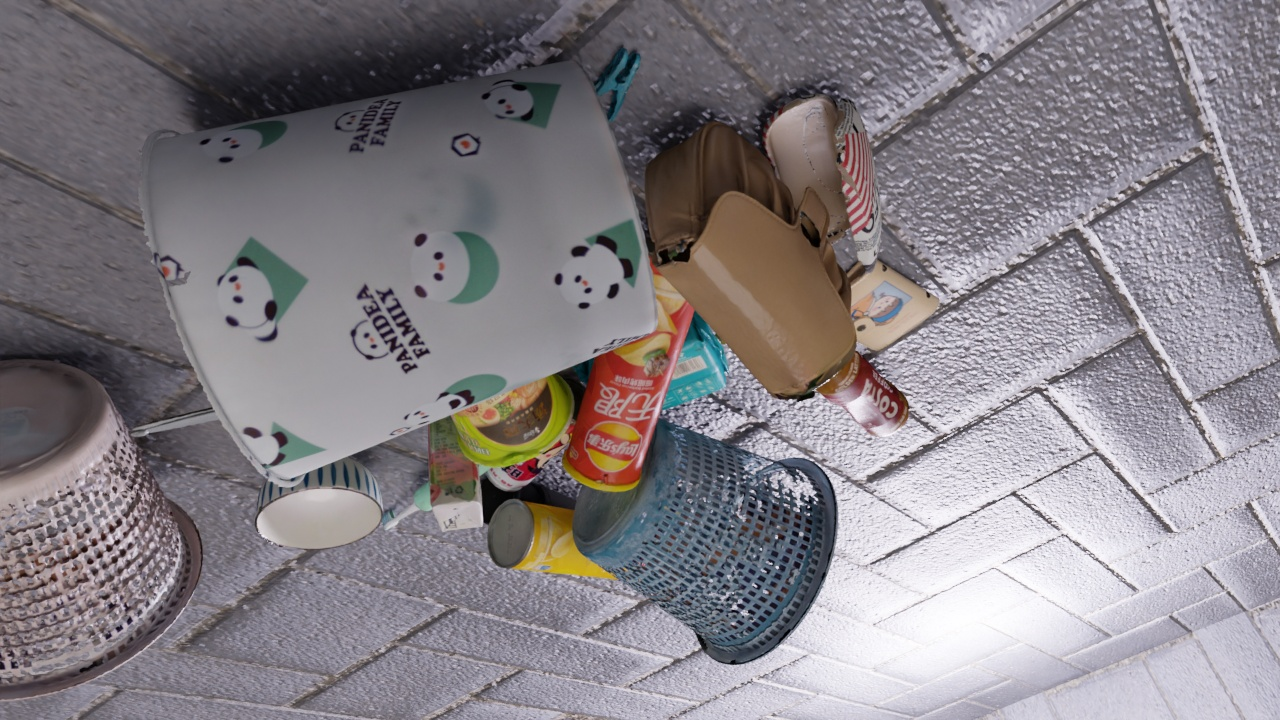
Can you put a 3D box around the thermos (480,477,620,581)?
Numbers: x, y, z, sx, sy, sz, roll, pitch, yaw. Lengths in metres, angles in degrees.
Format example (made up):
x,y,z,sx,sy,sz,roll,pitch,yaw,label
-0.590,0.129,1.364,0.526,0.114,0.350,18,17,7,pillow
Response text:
x,y,z,sx,sy,sz,roll,pitch,yaw,label
-0.093,0.193,1.062,0.090,0.068,0.242,-8,150,38,thermos

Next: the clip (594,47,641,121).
x,y,z,sx,sy,sz,roll,pitch,yaw,label
-0.018,-0.189,0.630,0.039,0.013,0.056,11,137,-32,clip

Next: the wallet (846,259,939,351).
x,y,z,sx,sy,sz,roll,pitch,yaw,label
0.223,-0.051,0.884,0.115,0.024,0.087,21,126,-39,wallet

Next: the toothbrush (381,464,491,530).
x,y,z,sx,sy,sz,roll,pitch,yaw,label
-0.206,0.131,0.944,0.225,0.027,0.026,-35,161,36,toothbrush

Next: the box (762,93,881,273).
x,y,z,sx,sy,sz,roll,pitch,yaw,label
0.142,-0.135,0.717,0.088,0.076,0.163,1,151,26,box

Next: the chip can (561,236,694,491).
x,y,z,sx,sy,sz,roll,pitch,yaw,label
-0.005,0.005,0.773,0.073,0.073,0.217,7,115,-27,chip can

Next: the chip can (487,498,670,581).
x,y,z,sx,sy,sz,roll,pitch,yaw,label
-0.059,0.196,0.980,0.072,0.072,0.213,-38,142,28,chip can

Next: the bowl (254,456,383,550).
x,y,z,sx,sy,sz,roll,pitch,yaw,label
-0.312,0.128,0.893,0.116,0.066,0.117,-10,144,-8,bowl

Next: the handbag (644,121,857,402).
x,y,z,sx,sy,sz,roll,pitch,yaw,label
0.088,-0.073,0.678,0.100,0.147,0.204,-25,125,32,handbag

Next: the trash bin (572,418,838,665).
x,y,z,sx,sy,sz,roll,pitch,yaw,label
0.050,0.160,0.916,0.195,0.226,0.227,30,126,-21,trash bin

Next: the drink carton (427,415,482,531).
x,y,z,sx,sy,sz,roll,pitch,yaw,label
-0.173,0.092,0.848,0.045,0.122,0.054,-8,144,-7,drink carton

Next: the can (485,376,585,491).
x,y,z,sx,sy,sz,roll,pitch,yaw,label
-0.102,0.075,0.907,0.053,0.053,0.133,16,133,-35,can

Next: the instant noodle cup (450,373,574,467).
x,y,z,sx,sy,sz,roll,pitch,yaw,label
-0.128,0.011,0.781,0.112,0.111,0.123,-18,135,4,instant noodle cup

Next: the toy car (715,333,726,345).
x,y,z,sx,sy,sz,roll,pitch,yaw,label
0.106,-0.027,0.861,0.043,0.036,0.091,-35,140,26,toy car

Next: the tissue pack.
x,y,z,sx,sy,sz,roll,pitch,yaw,label
0.011,0.007,0.861,0.133,0.050,0.093,-21,144,9,tissue pack

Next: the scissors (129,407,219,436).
x,y,z,sx,sy,sz,roll,pitch,yaw,label
-0.327,0.032,0.759,0.108,0.012,0.174,-43,157,21,scissors

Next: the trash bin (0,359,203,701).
x,y,z,sx,sy,sz,roll,pitch,yaw,label
-0.481,0.116,0.720,0.227,0.227,0.193,-3,129,-16,trash bin

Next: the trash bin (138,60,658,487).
x,y,z,sx,sy,sz,roll,pitch,yaw,label
-0.136,-0.068,0.585,0.252,0.229,0.230,-18,143,-6,trash bin

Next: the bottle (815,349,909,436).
x,y,z,sx,sy,sz,roll,pitch,yaw,label
0.219,0.025,0.949,0.058,0.057,0.175,-33,140,22,bottle
